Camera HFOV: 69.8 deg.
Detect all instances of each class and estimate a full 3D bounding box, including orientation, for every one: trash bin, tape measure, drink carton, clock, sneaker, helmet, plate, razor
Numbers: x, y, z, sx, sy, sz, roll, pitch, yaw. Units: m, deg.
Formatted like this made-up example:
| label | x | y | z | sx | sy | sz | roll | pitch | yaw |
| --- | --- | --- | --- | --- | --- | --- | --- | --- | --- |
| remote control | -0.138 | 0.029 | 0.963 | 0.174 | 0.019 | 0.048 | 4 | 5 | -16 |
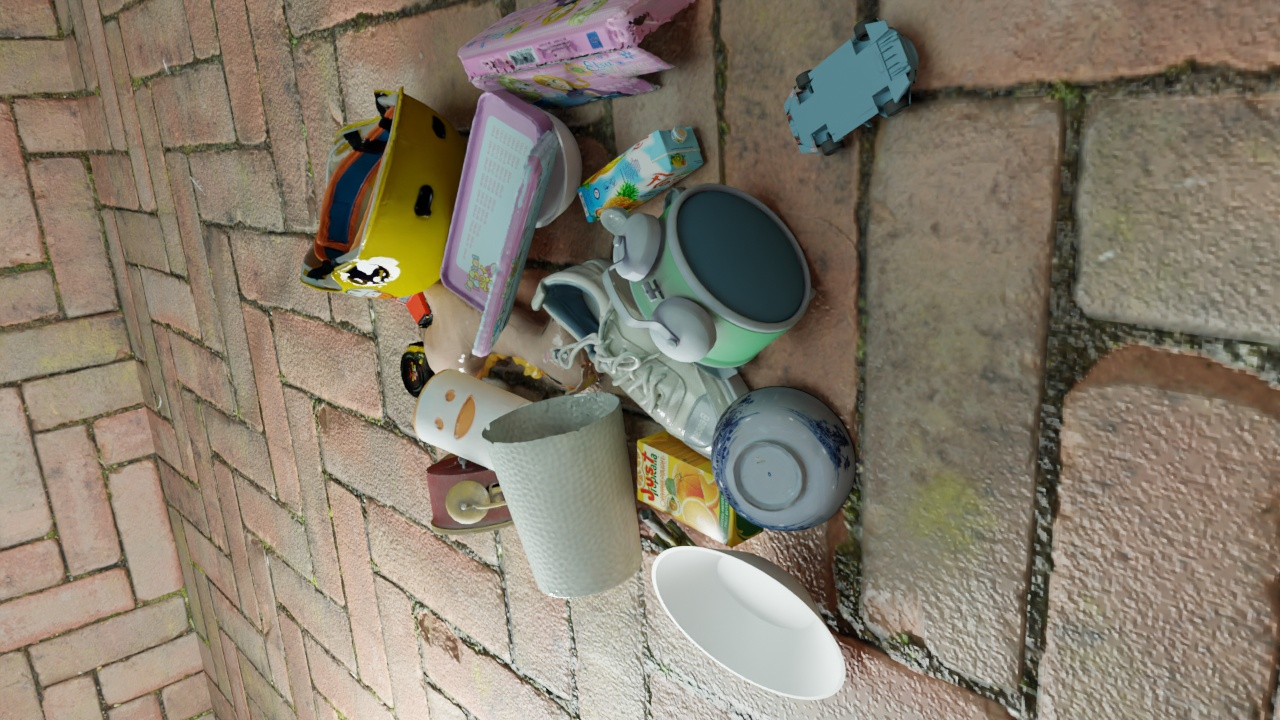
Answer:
| label | x | y | z | sx | sy | sz | roll | pitch | yaw |
| --- | --- | --- | --- | --- | --- | --- | --- | --- | --- |
| trash bin | -0.065 | 0.127 | 0.869 | 0.133 | 0.133 | 0.161 | 3 | 110 | 49 |
| tape measure | -0.262 | 0.012 | 1.123 | 0.072 | 0.042 | 0.071 | 17 | 117 | 41 |
| drink carton | -0.002 | -0.152 | 0.754 | 0.129 | 0.044 | 0.038 | -21 | 87 | 53 |
| clock | -0.169 | 0.134 | 0.992 | 0.159 | 0.117 | 0.081 | 6 | 105 | 64 |
| sneaker | -0.005 | 0.004 | 0.776 | 0.242 | 0.090 | 0.090 | 47 | 133 | 28 |
| helmet | -0.237 | -0.159 | 0.943 | 0.241 | 0.139 | 0.208 | -17 | 61 | 51 |
| clock | 0.040 | -0.055 | 0.644 | 0.076 | 0.161 | 0.122 | -42 | 70 | 47 |
| drink carton | 0.048 | 0.106 | 0.789 | 0.123 | 0.041 | 0.058 | 20 | 118 | 45 |
| plate | 0.093 | 0.202 | 0.746 | 0.174 | 0.036 | 0.174 | 25 | 141 | 22 |
| razor | 0.019 | 0.149 | 0.807 | 0.042 | 0.026 | 0.106 | 46 | 175 | 31 |

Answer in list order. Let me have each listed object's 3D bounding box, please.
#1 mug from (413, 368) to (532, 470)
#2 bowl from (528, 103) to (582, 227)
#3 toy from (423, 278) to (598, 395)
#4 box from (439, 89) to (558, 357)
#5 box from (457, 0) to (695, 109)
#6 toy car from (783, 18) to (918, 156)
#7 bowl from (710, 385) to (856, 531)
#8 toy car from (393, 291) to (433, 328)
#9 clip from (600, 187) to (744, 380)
| label | x | y | z | sx | sy | sz | roll | pitch | yaw |
| --- | --- | --- | --- | --- | --- | --- | --- | --- | --- |
| mug | -0.169 | 0.063 | 0.951 | 0.105 | 0.082 | 0.082 | 20 | 119 | 23 |
| bowl | -0.086 | -0.180 | 0.843 | 0.110 | 0.040 | 0.110 | 20 | 117 | 44 |
| toy | -0.141 | -0.004 | 0.968 | 0.264 | 0.065 | 0.196 | 25 | 131 | 34 |
| box | -0.125 | -0.119 | 0.826 | 0.140 | 0.062 | 0.215 | 62 | 142 | 41 |
| box | -0.050 | -0.249 | 0.762 | 0.231 | 0.084 | 0.091 | 10 | 139 | 48 |
| toy car | 0.139 | -0.174 | 0.592 | 0.108 | 0.027 | 0.060 | -26 | 83 | 60 |
| bowl | 0.099 | 0.079 | 0.681 | 0.114 | 0.045 | 0.114 | 6 | 104 | 23 |
| toy car | -0.270 | -0.086 | 1.089 | 0.051 | 0.048 | 0.100 | -38 | 74 | 49 |
| clip | 0.041 | -0.064 | 0.729 | 0.027 | 0.090 | 0.162 | -31 | 93 | 49 |
